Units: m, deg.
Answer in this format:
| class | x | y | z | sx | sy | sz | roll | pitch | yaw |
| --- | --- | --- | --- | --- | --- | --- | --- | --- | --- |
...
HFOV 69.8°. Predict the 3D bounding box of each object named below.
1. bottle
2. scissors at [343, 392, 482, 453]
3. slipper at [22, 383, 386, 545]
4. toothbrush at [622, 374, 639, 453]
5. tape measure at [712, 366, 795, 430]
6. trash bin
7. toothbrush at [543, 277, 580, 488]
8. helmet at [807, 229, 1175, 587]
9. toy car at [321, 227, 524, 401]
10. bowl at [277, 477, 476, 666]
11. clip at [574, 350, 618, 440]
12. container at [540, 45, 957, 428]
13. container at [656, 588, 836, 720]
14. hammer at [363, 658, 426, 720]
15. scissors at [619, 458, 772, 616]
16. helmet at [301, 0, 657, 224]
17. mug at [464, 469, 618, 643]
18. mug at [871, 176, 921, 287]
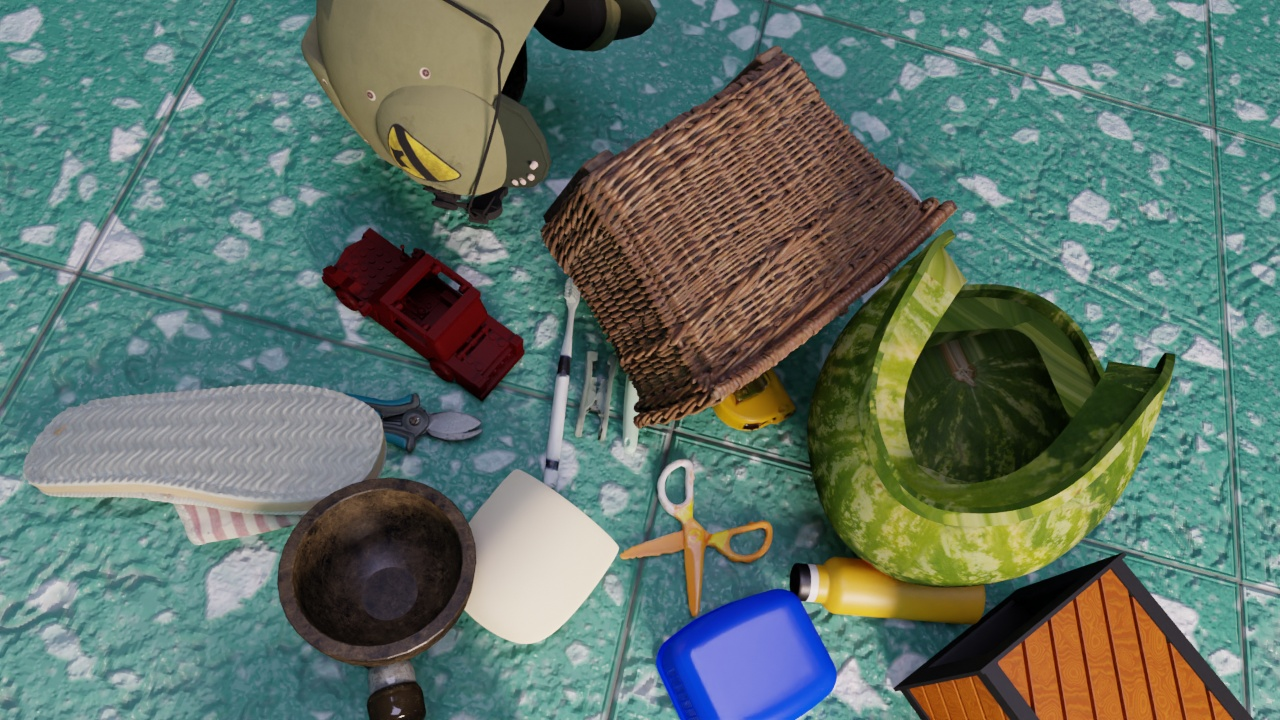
| class | x | y | z | sx | sy | sz | roll | pitch | yaw |
| --- | --- | --- | --- | --- | --- | --- | --- | --- | --- |
| bottle | 0.189 | 0.177 | 0.710 | 0.143 | 0.043 | 0.043 | 6 | 66 | -6 |
| scissors | -0.205 | 0.043 | 0.723 | 0.133 | 0.019 | 0.146 | -38 | 76 | -21 |
| slipper | -0.309 | 0.074 | 0.662 | 0.263 | 0.052 | 0.114 | 1 | 48 | 7 |
| toothbrush | -0.005 | 0.005 | 0.773 | 0.022 | 0.015 | 0.154 | -6 | 64 | 22 |
| tape measure | 0.088 | 0.026 | 0.769 | 0.058 | 0.030 | 0.068 | -22 | 71 | -19 |
| trash bin | 0.308 | 0.258 | 0.639 | 0.139 | 0.140 | 0.171 | -30 | 74 | -19 |
| toothbrush | -0.066 | 0.014 | 0.758 | 0.012 | 0.017 | 0.186 | -4 | 64 | 19 |
| helmet | 0.234 | 0.047 | 0.667 | 0.213 | 0.247 | 0.243 | 33 | 94 | 17 |
| toy car | -0.177 | -0.044 | 0.742 | 0.170 | 0.062 | 0.070 | 36 | 66 | 8 |
| bowl | -0.167 | 0.143 | 0.599 | 0.121 | 0.056 | 0.121 | 3 | 55 | -4 |
| clip | -0.037 | 0.029 | 0.753 | 0.044 | 0.023 | 0.076 | 8 | 63 | -3 |
| container | 0.062 | -0.096 | 0.684 | 0.249 | 0.162 | 0.183 | -37 | 94 | -22 |
| container | 0.079 | 0.222 | 0.665 | 0.114 | 0.058 | 0.096 | -21 | 71 | -17 |
| hammer | -0.173 | 0.204 | 0.632 | 0.176 | 0.080 | 0.326 | -12 | 63 | -14 |
| scissors | 0.042 | 0.135 | 0.724 | 0.125 | 0.011 | 0.131 | -11 | 67 | -15 |
| helmet | -0.136 | -0.242 | 0.717 | 0.233 | 0.256 | 0.249 | 29 | 64 | 1 |
| mug | -0.091 | 0.142 | 0.661 | 0.120 | 0.096 | 0.099 | 22 | 68 | 44 |
| mug | 0.186 | -0.117 | 0.817 | 0.105 | 0.083 | 0.073 | 14 | 65 | -2 |
